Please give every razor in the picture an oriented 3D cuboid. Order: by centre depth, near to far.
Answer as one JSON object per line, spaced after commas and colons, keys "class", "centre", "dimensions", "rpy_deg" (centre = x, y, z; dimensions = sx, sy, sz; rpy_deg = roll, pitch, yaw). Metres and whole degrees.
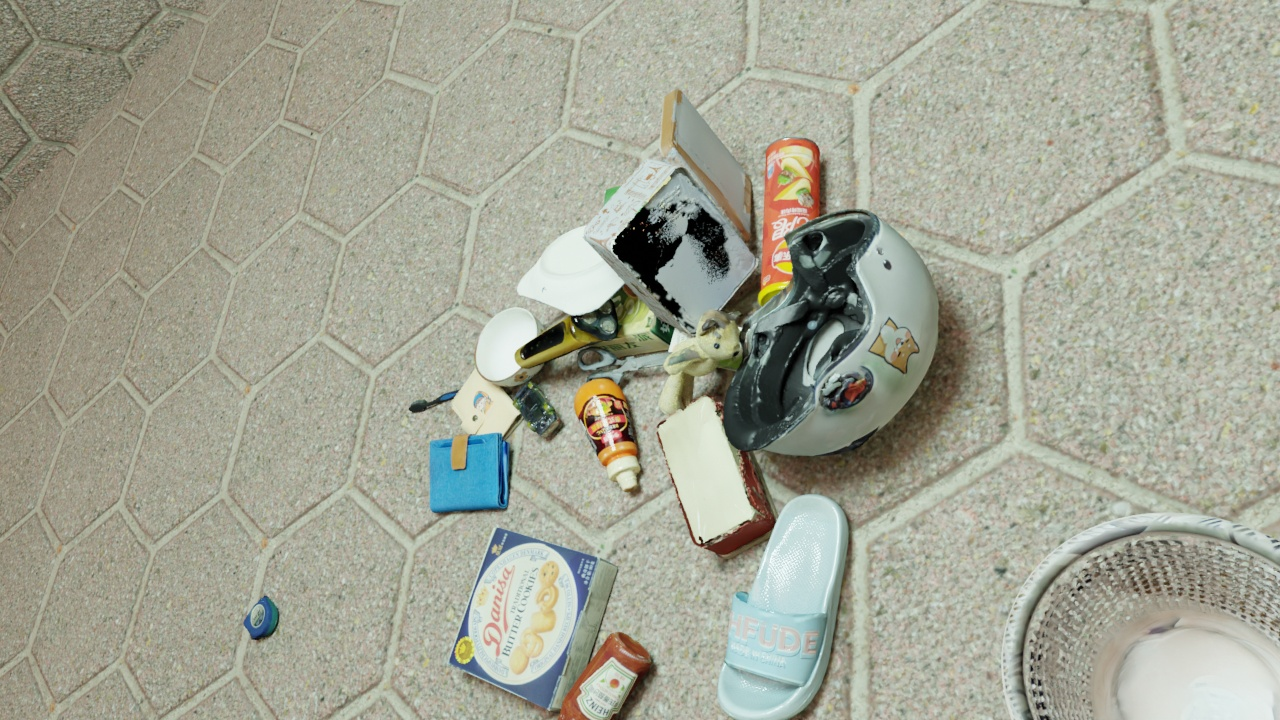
{"class": "razor", "centre": [-0.100, -0.030, 1.180], "dimensions": [0.168, 0.067, 0.062], "rpy_deg": [-24, 68, 36]}

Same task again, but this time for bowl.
{"class": "bowl", "centre": [-0.174, -0.012, 1.297], "dimensions": [0.114, 0.062, 0.113], "rpy_deg": [-15, 61, 27]}

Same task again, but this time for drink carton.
{"class": "drink carton", "centre": [0.098, -0.017, 1.119], "dimensions": [0.123, 0.045, 0.053], "rpy_deg": [13, 86, 40]}

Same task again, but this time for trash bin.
{"class": "trash bin", "centre": [0.406, 0.246, 0.678], "dimensions": [0.228, 0.192, 0.227], "rpy_deg": [-16, 60, 28]}

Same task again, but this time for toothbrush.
{"class": "toothbrush", "centre": [-0.275, 0.048, 1.372], "dimensions": [0.190, 0.014, 0.016], "rpy_deg": [-18, 34, 27]}

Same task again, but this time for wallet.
{"class": "wallet", "centre": [-0.240, 0.156, 1.273], "dimensions": [0.133, 0.040, 0.106], "rpy_deg": [-9, 77, 32]}
{"class": "wallet", "centre": [-0.224, 0.073, 1.312], "dimensions": [0.115, 0.024, 0.087], "rpy_deg": [44, 104, 32]}

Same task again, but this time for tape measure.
{"class": "tape measure", "centre": [-0.580, 0.398, 1.409], "dimensions": [0.054, 0.025, 0.058], "rpy_deg": [37, 96, 39]}

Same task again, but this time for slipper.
{"class": "slipper", "centre": [0.146, 0.251, 0.939], "dimensions": [0.104, 0.074, 0.245], "rpy_deg": [10, 73, 37]}

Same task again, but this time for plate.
{"class": "plate", "centre": [-0.072, -0.130, 1.176], "dimensions": [0.164, 0.034, 0.163], "rpy_deg": [22, 56, 44]}

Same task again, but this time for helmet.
{"class": "helmet", "centre": [0.213, -0.013, 0.958], "dimensions": [0.274, 0.156, 0.230], "rpy_deg": [-68, 16, 6]}

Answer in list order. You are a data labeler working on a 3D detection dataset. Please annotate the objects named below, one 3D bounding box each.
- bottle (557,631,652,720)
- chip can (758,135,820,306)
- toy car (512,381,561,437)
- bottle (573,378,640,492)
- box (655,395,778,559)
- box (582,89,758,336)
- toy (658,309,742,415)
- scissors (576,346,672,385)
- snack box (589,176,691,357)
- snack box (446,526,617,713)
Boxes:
{"class": "bottle", "centre": [-0.067, 0.400, 1.024], "dimensions": [0.060, 0.059, 0.206], "rpy_deg": [36, 91, 40]}
{"class": "chip can", "centre": [0.184, -0.165, 1.115], "dimensions": [0.073, 0.073, 0.216], "rpy_deg": [-9, 63, 32]}
{"class": "toy car", "centre": [-0.141, 0.067, 1.254], "dimensions": [0.042, 0.035, 0.090], "rpy_deg": [-47, 50, 5]}
{"class": "bottle", "centre": [-0.036, 0.097, 1.152], "dimensions": [0.067, 0.066, 0.149], "rpy_deg": [-32, 60, 19]}
{"class": "box", "centre": [0.083, 0.127, 1.038], "dimensions": [0.091, 0.079, 0.168], "rpy_deg": [-33, 54, 19]}
{"class": "box", "centre": [0.060, -0.182, 1.103], "dimensions": [0.126, 0.179, 0.272], "rpy_deg": [-2, 53, 46]}
{"class": "toy", "centre": [0.066, 0.005, 1.053], "dimensions": [0.066, 0.104, 0.158], "rpy_deg": [46, 135, 19]}
{"class": "scissors", "centre": [-0.013, -0.003, 1.166], "dimensions": [0.136, 0.014, 0.175], "rpy_deg": [42, 133, 7]}
{"class": "snack box", "centre": [0.000, -0.127, 1.230], "dimensions": [0.115, 0.063, 0.239], "rpy_deg": [-7, 65, 35]}
{"class": "snack box", "centre": [-0.135, 0.313, 1.124], "dimensions": [0.183, 0.045, 0.177], "rpy_deg": [7, 72, 36]}
